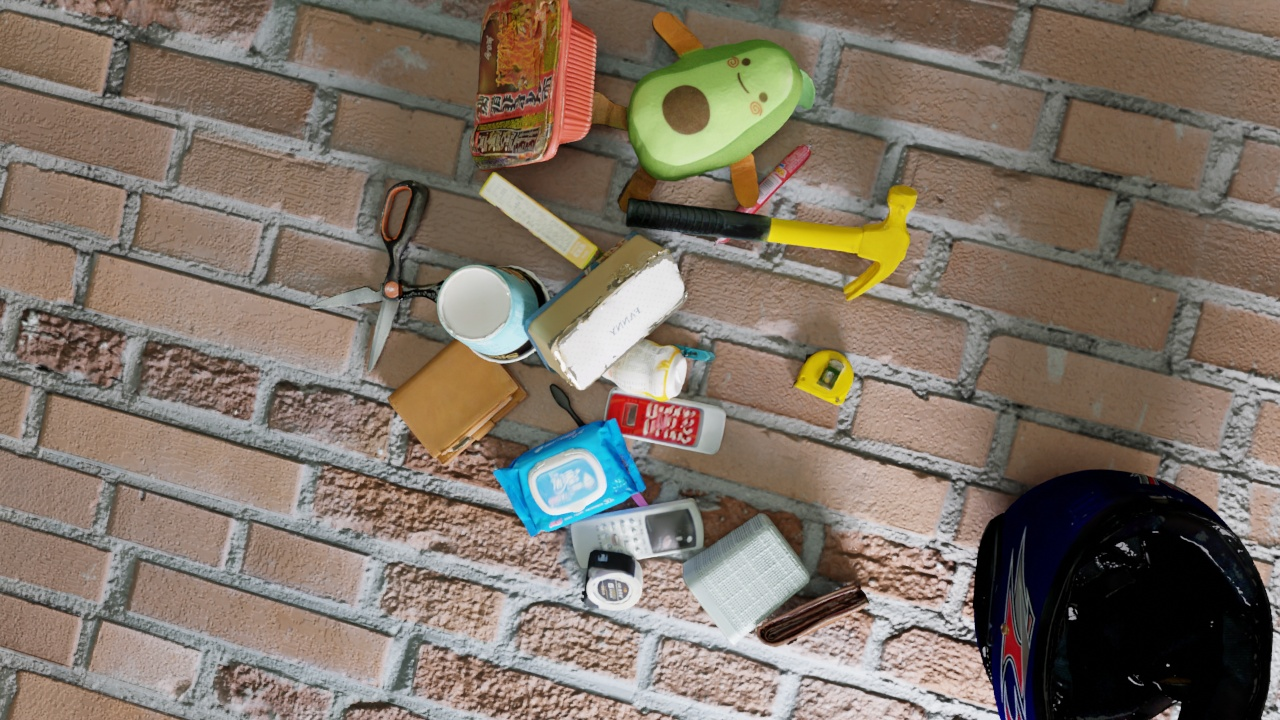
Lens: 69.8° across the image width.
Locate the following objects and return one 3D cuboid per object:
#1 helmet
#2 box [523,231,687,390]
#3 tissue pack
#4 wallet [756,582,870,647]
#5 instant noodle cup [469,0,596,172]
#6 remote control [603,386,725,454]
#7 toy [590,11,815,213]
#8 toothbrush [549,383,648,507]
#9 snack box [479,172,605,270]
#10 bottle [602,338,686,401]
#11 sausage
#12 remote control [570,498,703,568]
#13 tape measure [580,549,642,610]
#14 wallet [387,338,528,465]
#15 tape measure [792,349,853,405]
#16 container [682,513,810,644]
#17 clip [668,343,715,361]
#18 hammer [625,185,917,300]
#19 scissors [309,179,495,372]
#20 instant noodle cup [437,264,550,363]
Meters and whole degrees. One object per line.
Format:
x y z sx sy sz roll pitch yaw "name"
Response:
0.445 0.265 0.893 0.247 0.240 0.315 15 83 4 "helmet"
-0.038 -0.049 0.974 0.184 0.090 0.061 -38 47 -14 "box"
-0.081 0.133 1.026 0.157 0.052 0.095 -24 96 12 "tissue pack"
0.188 0.278 0.993 0.124 0.101 0.032 -28 70 7 "wallet"
-0.112 -0.297 0.976 0.079 0.165 0.189 0 95 -39 "instant noodle cup"
0.027 0.068 1.037 0.136 0.020 0.056 12 93 5 "remote control"
0.064 -0.264 0.983 0.247 0.090 0.227 -25 100 10 "toy"
-0.045 0.102 1.051 0.014 0.017 0.189 -37 93 6 "toothbrush"
-0.104 -0.149 1.005 0.140 0.087 0.034 34 94 2 "snack box"
-0.006 0.006 1.017 0.108 0.063 0.063 14 94 18 "bottle"
0.134 -0.184 1.015 0.020 0.020 0.156 44 96 2 "sausage"
-0.003 0.197 1.043 0.150 0.021 0.058 -11 100 6 "remote control"
-0.030 0.249 1.034 0.066 0.033 0.066 10 121 -3 "tape measure"
-0.209 0.041 1.052 0.132 0.031 0.108 -41 85 6 "wallet"
0.206 0.017 1.014 0.060 0.029 0.057 25 94 3 "tape measure"
0.116 0.233 1.004 0.111 0.090 0.090 -38 89 3 "container"
0.056 -0.009 1.030 0.054 0.034 0.013 10 91 15 "clip"
0.134 -0.139 0.978 0.301 0.032 0.129 8 122 2 "hammer"
-0.271 -0.096 1.055 0.234 0.021 0.221 0 92 5 "scissors"
-0.158 -0.055 0.974 0.111 0.120 0.111 0 87 6 "instant noodle cup"
